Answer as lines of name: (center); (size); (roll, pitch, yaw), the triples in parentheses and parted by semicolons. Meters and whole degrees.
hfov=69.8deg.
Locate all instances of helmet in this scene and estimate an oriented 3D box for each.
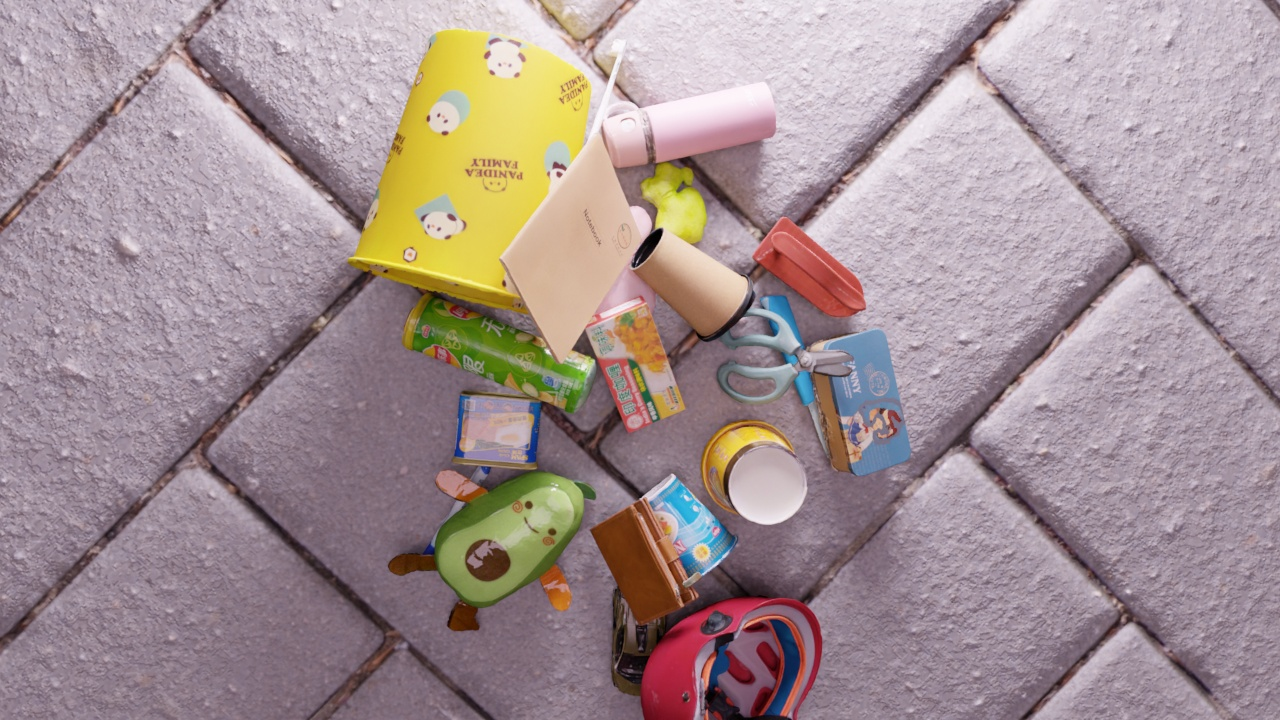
helmet: (0.095, 0.379, 1.091); (0.239, 0.144, 0.207); (-46, 122, -28)

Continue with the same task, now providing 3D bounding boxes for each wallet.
wallet: (0.005, 0.234, 1.069); (0.119, 0.035, 0.130); (-37, 77, 40)

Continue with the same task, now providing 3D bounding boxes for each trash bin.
trash bin: (-0.171, -0.196, 0.992); (0.229, 0.230, 0.255); (14, 88, -6)

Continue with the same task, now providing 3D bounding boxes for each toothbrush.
toothbrush: (-0.045, -0.298, 1.055); (0.016, 0.016, 0.179); (13, 69, 3)

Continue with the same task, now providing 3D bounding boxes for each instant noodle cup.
instant noodle cup: (0.046, 0.201, 1.105); (0.099, 0.099, 0.110); (-39, 89, -1)
instant noodle cup: (0.139, 0.136, 1.091); (0.118, 0.114, 0.118); (0, 94, -6)

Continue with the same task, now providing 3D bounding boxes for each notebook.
notebook: (-0.066, -0.119, 0.967); (0.207, 0.008, 0.148); (-60, 141, -34)

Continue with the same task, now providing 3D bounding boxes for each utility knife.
utility knife: (0.200, 0.019, 1.134); (0.034, 0.018, 0.218); (-24, 97, -18)

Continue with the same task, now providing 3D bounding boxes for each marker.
marker: (-0.225, 0.187, 1.114); (0.017, 0.017, 0.146); (33, 92, -7)

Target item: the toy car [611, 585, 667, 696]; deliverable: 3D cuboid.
toy car: (0.000, 0.342, 1.135); (0.070, 0.042, 0.158); (1, 97, -4)

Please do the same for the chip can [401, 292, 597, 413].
chip can: (-0.159, -0.007, 1.062); (0.221, 0.072, 0.072); (21, 93, 1)

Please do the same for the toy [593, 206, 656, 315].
toy: (-0.035, -0.107, 1.085); (0.121, 0.054, 0.159); (9, 91, -15)

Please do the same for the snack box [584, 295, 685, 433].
snack box: (-0.006, 0.006, 1.083); (0.077, 0.027, 0.156); (-23, 120, -2)

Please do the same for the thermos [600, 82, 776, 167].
thermos: (0.052, -0.281, 1.078); (0.198, 0.067, 0.087); (-12, 64, -2)

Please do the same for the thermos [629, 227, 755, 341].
thermos: (0.061, -0.089, 1.066); (0.143, 0.093, 0.093); (36, 91, -19)

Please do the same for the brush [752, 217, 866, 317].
brush: (0.208, -0.104, 1.099); (0.146, 0.069, 0.063); (38, 92, -7)

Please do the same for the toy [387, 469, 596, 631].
toy: (-0.166, 0.217, 1.086); (0.247, 0.090, 0.227); (-40, 106, 3)

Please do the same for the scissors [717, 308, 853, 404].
scissors: (0.169, 0.012, 1.091); (0.180, 0.019, 0.143); (17, 100, 25)

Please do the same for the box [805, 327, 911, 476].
box: (0.263, 0.044, 1.114); (0.089, 0.061, 0.184); (-18, 98, -17)

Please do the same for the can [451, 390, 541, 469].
can: (-0.169, 0.082, 1.090); (0.102, 0.057, 0.083); (6, 92, -6)

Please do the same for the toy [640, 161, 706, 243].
toy: (0.044, -0.185, 1.094); (0.100, 0.031, 0.096); (42, 72, -11)
